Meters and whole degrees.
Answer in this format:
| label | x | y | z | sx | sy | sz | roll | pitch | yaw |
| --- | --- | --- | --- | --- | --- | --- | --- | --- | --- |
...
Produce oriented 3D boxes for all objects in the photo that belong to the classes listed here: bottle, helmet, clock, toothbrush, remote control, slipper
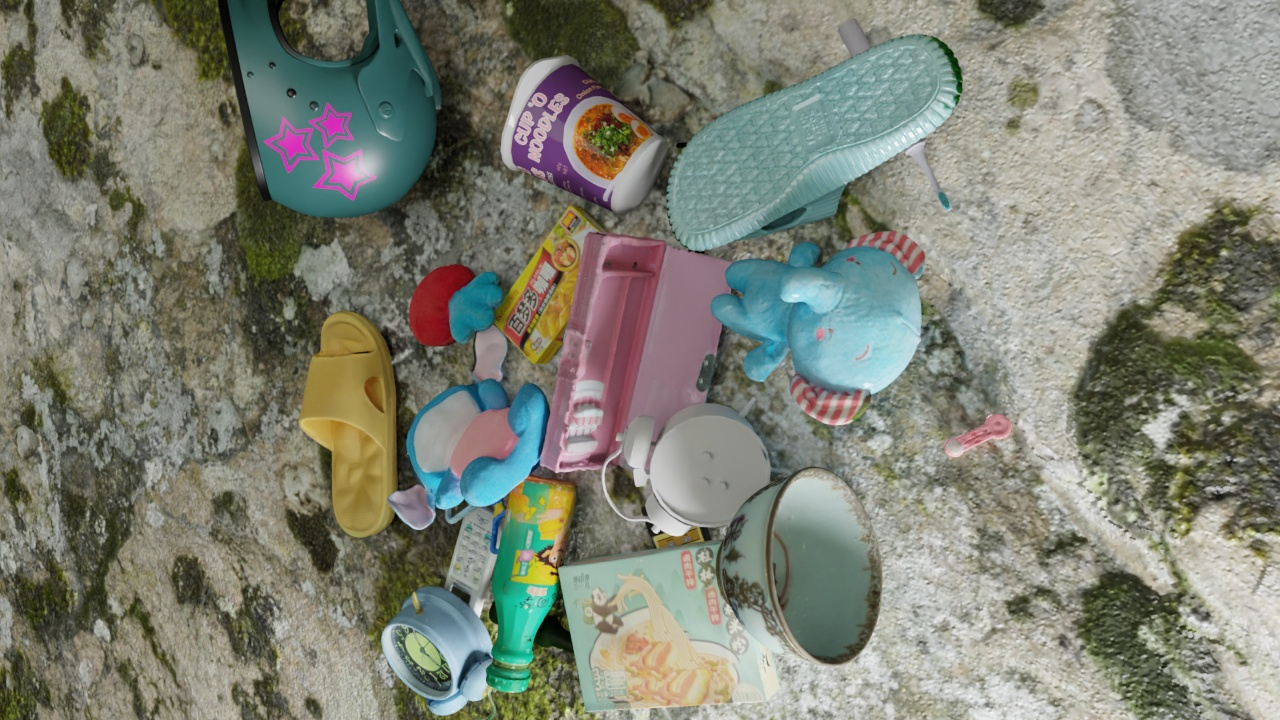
| label | x | y | z | sx | sy | sz | roll | pitch | yaw |
| --- | --- | --- | --- | --- | --- | --- | --- | --- | --- |
| bottle | -0.115 | 0.222 | 0.921 | 0.068 | 0.068 | 0.209 | 8 | 85 | 27 |
| helmet | -0.311 | -0.289 | 0.957 | 0.176 | 0.200 | 0.275 | -153 | 53 | -69 |
| clock | 0.042 | 0.099 | 0.828 | 0.159 | 0.061 | 0.120 | -19 | 105 | 6 |
| toothbrush | 0.218 | -0.208 | 0.779 | 0.018 | 0.019 | 0.188 | -29 | 78 | 22 |
| remote control | -0.182 | 0.223 | 1.002 | 0.050 | 0.022 | 0.133 | 22 | 102 | 25 |
| slipper | -0.336 | 0.073 | 1.048 | 0.100 | 0.078 | 0.263 | -6 | 89 | 26 |
| bottle | -0.101 | 0.281 | 0.956 | 0.123 | 0.033 | 0.033 | 18 | 100 | 26 |
| clock | -0.209 | 0.318 | 0.985 | 0.162 | 0.059 | 0.118 | 49 | 129 | 2 |
| slipper | 0.143 | -0.183 | 0.793 | 0.277 | 0.069 | 0.116 | -24 | 78 | 27 |
| remote control | 0.048 | 0.196 | 0.885 | 0.058 | 0.013 | 0.133 | -25 | 80 | 26 |

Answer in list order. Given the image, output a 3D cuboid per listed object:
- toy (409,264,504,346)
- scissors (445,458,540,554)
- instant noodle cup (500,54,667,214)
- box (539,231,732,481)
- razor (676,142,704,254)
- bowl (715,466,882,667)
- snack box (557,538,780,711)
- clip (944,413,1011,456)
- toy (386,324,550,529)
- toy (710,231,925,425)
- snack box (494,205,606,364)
| label | x | y | z | sx | sy | sz | roll | pitch | yaw |
| --- | --- | --- | --- | --- | --- | --- | --- | --- | --- |
| toy | -0.194 | -0.057 | 0.972 | 0.133 | 0.062 | 0.092 | 6 | 80 | 37 |
| scissors | -0.160 | 0.143 | 0.979 | 0.123 | 0.016 | 0.125 | 0 | 73 | 18 |
| instant noodle cup | -0.047 | -0.207 | 0.866 | 0.122 | 0.137 | 0.121 | 34 | 80 | 13 |
| box | -0.003 | 0.006 | 0.851 | 0.116 | 0.106 | 0.233 | 23 | 105 | 40 |
| razor | 0.054 | -0.135 | 0.869 | 0.044 | 0.021 | 0.144 | 2 | 95 | 28 |
| bowl | 0.122 | 0.176 | 0.777 | 0.094 | 0.159 | 0.160 | -17 | 83 | 43 |
| snack box | 0.023 | 0.250 | 0.867 | 0.194 | 0.044 | 0.141 | -15 | 84 | 28 |
| clip | 0.273 | 0.063 | 0.752 | 0.060 | 0.045 | 0.023 | -33 | 80 | 38 |
| toy | -0.163 | 0.071 | 0.925 | 0.192 | 0.099 | 0.223 | 0 | 59 | 51 |
| toy | 0.146 | -0.046 | 0.769 | 0.181 | 0.115 | 0.183 | 21 | 77 | 21 |
| snack box | -0.085 | -0.075 | 0.939 | 0.075 | 0.025 | 0.152 | 45 | 110 | 19 |
